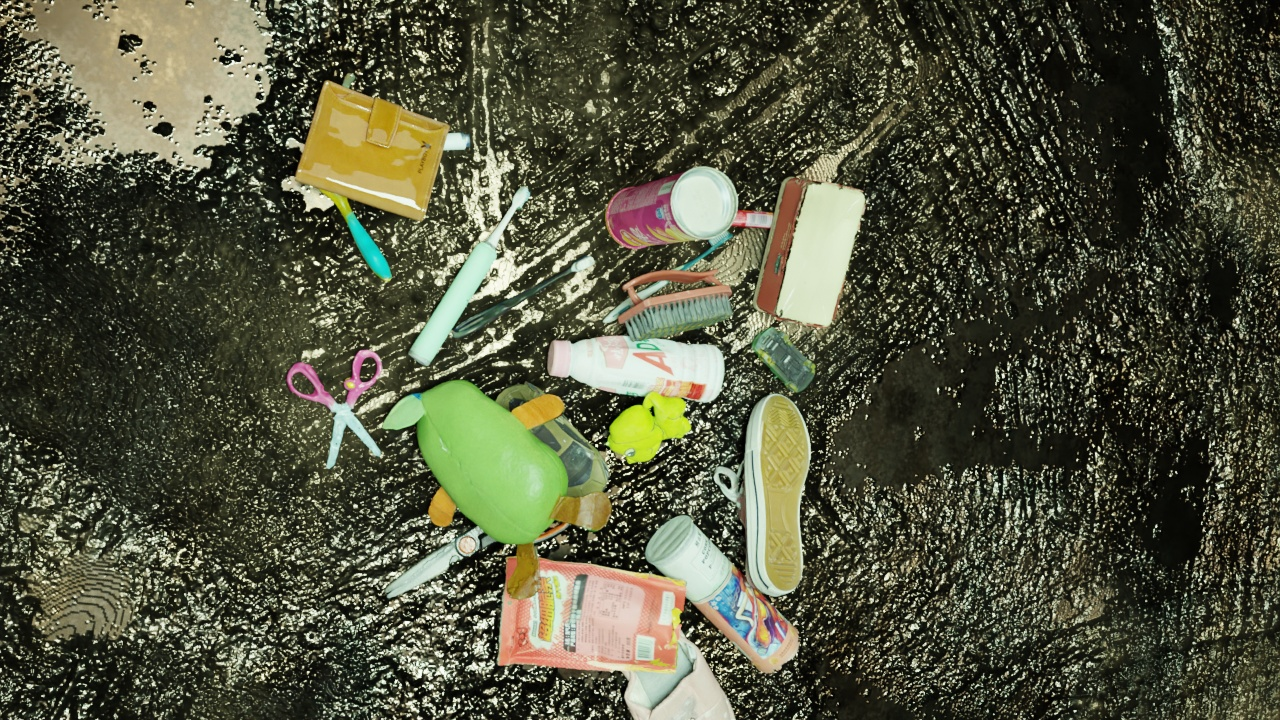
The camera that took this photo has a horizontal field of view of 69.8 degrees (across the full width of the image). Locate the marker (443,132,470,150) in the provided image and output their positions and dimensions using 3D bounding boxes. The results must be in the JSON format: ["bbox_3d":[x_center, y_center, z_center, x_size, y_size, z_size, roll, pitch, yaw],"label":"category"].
[{"bbox_3d":[-0.246,-0.231,0.968,0.130,0.018,0.022,-8,87,-18],"label":"marker"}]

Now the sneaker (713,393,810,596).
[{"bbox_3d":[0.145,0.160,1.100,0.118,0.088,0.240,16,67,-31],"label":"sneaker"}]

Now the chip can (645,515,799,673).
[{"bbox_3d":[0.101,0.282,1.100,0.071,0.071,0.215,-45,108,-11],"label":"chip can"}]

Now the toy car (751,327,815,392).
[{"bbox_3d":[0.174,-0.001,1.121,0.091,0.036,0.043,44,79,-16],"label":"toy car"}]

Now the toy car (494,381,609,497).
[{"bbox_3d":[-0.099,0.093,1.019,0.158,0.042,0.070,45,79,0],"label":"toy car"}]

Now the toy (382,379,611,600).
[{"bbox_3d":[-0.150,0.116,0.962,0.227,0.089,0.246,-44,82,21],"label":"toy"}]

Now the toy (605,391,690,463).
[{"bbox_3d":[0.007,0.077,1.054,0.100,0.031,0.097,-11,124,4],"label":"toy"}]

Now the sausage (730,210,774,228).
[{"bbox_3d":[0.134,-0.170,1.102,0.155,0.020,0.020,1,94,-19],"label":"sausage"}]

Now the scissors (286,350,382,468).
[{"bbox_3d":[-0.321,0.049,0.967,0.125,0.017,0.133,15,93,-21],"label":"scissors"}]

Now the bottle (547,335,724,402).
[{"bbox_3d":[-0.006,0.006,1.047,0.196,0.068,0.068,6,92,-15],"label":"bottle"}]

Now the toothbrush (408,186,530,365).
[{"bbox_3d":[-0.183,-0.095,0.996,0.026,0.027,0.224,29,84,16],"label":"toothbrush"}]

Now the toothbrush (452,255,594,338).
[{"bbox_3d":[-0.129,-0.072,1.023,0.181,0.018,0.015,-30,106,-13],"label":"toothbrush"}]

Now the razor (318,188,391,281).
[{"bbox_3d":[-0.295,-0.140,0.951,0.043,0.028,0.132,-32,98,-23],"label":"razor"}]

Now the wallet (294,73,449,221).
[{"bbox_3d":[-0.270,-0.218,0.936,0.130,0.035,0.119,16,89,-20],"label":"wallet"}]

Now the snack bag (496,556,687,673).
[{"bbox_3d":[-0.055,0.290,1.037,0.208,0.073,0.128,6,92,1],"label":"snack bag"}]

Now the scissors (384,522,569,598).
[{"bbox_3d":[-0.189,0.186,1.026,0.235,0.022,0.136,-10,89,-11],"label":"scissors"}]

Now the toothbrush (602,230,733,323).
[{"bbox_3d":[0.032,-0.100,1.075,0.191,0.016,0.018,-35,89,-13],"label":"toothbrush"}]

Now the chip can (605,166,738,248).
[{"bbox_3d":[0.027,-0.156,0.965,0.071,0.211,0.071,-2,95,-19],"label":"chip can"}]

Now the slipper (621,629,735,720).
[{"bbox_3d":[0.038,0.393,1.096,0.114,0.054,0.274,-29,101,-14],"label":"slipper"}]

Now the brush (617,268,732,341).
[{"bbox_3d":[0.046,-0.070,1.048,0.145,0.063,0.069,-13,81,-36],"label":"brush"}]

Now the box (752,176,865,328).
[{"bbox_3d":[0.204,-0.126,1.084,0.091,0.079,0.168,8,103,-20],"label":"box"}]
